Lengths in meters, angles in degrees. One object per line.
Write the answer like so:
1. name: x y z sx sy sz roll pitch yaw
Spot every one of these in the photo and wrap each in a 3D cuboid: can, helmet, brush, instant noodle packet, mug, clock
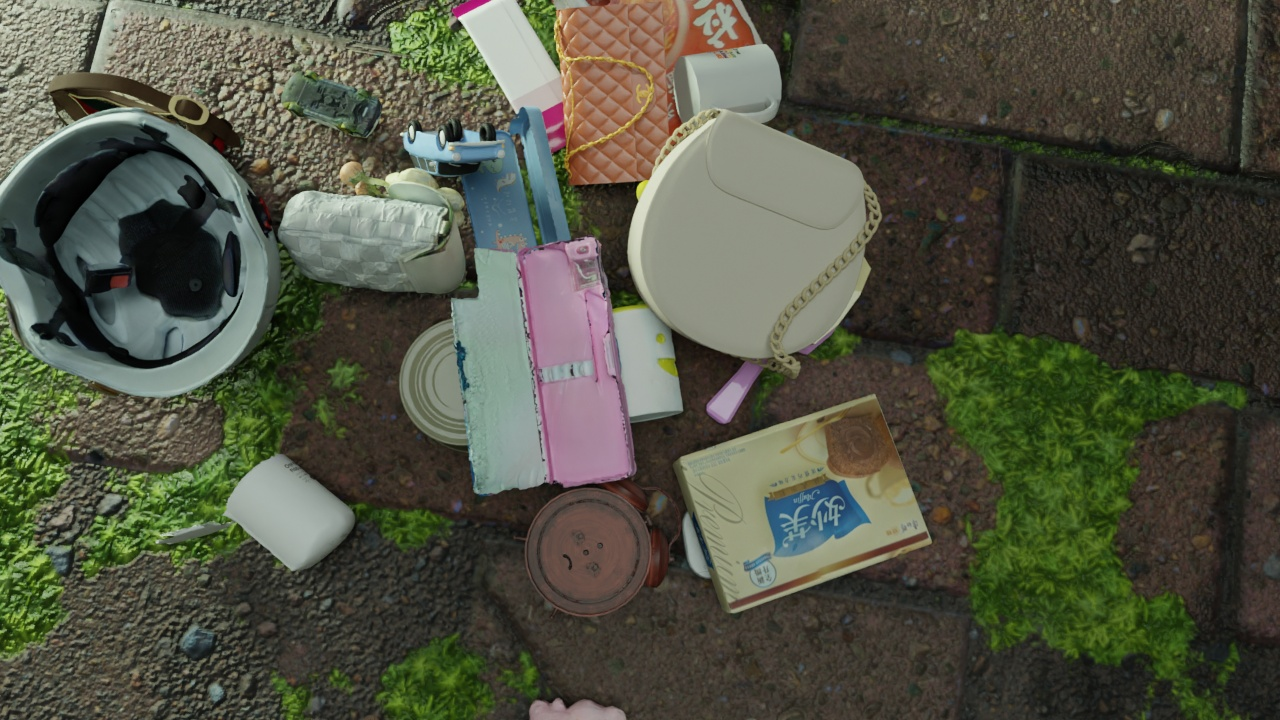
1. can: -0.168 0.025 0.903 0.128 0.073 0.127 0 81 -2
2. helmet: -0.452 -0.091 0.870 0.236 0.163 0.264 -39 90 -1
3. brush: 0.144 -0.032 0.936 0.089 0.043 0.228 37 81 4
4. instant noodle packet: 0.025 -0.356 0.988 0.164 0.084 0.221 -33 95 -7
5. mug: -0.005 0.005 0.907 0.082 0.082 0.106 -9 82 -3
6. mug: 0.094 -0.271 0.934 0.089 0.074 0.105 -13 47 -14
7. clock: -0.035 0.176 0.883 0.157 0.072 0.120 -26 82 -5

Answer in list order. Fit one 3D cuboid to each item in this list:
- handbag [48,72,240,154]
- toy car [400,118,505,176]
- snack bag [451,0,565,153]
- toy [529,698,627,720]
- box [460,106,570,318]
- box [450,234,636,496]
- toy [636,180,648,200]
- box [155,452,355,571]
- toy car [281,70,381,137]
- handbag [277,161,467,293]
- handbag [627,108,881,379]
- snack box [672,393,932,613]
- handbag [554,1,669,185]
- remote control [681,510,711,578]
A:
1. handbag: -0.487 -0.238 0.904 0.166 0.138 0.063 14 82 0
2. toy car: -0.188 -0.209 0.911 0.056 0.153 0.055 -12 111 -31
3. snack bag: -0.126 -0.313 0.988 0.070 0.016 0.196 -30 83 -8
4. toy: -0.069 0.359 0.864 0.093 0.050 0.102 30 78 8
5. box: -0.121 -0.149 0.949 0.121 0.049 0.209 -18 80 31
6. box: -0.094 0.005 0.850 0.158 0.066 0.230 -7 83 -16
7. toy: 0.071 -0.169 0.935 0.131 0.124 0.097 -38 61 -25
8. box: -0.366 0.162 0.875 0.136 0.083 0.143 40 87 6
9. toy car: -0.323 -0.269 0.967 0.105 0.033 0.048 21 83 6
10. handbag: -0.262 -0.135 0.911 0.171 0.113 0.123 4 71 -1
11. handbag: 0.101 -0.109 0.849 0.210 0.103 0.208 19 94 -14
12. snack box: 0.154 0.136 0.884 0.207 0.055 0.153 -18 80 -7
13. handbag: -0.028 -0.269 0.935 0.109 0.060 0.172 -3 102 1
14. remote control: 0.117 0.171 0.914 0.151 0.019 0.074 -8 78 -5
